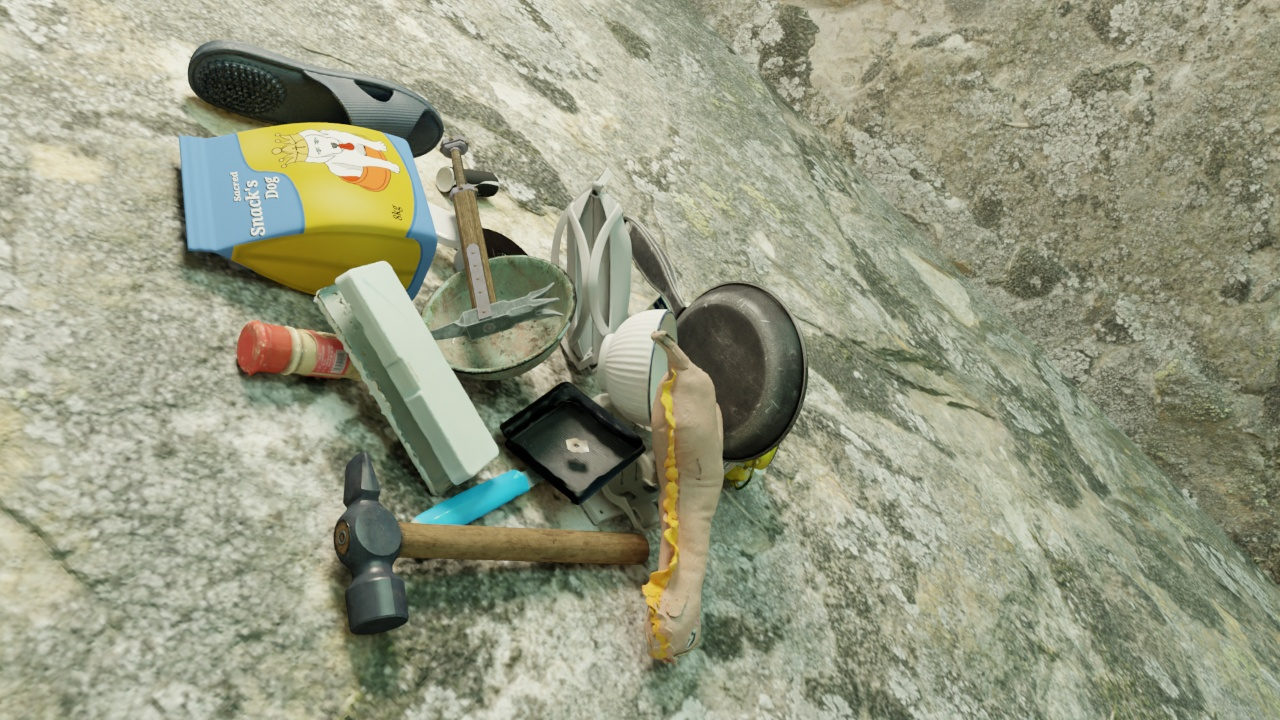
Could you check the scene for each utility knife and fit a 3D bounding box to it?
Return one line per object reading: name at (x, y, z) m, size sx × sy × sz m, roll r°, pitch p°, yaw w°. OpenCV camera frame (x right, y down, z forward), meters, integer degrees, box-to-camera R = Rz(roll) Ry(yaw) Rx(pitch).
utility knife at (-0.136, 0.122, 0.788) m, size 0.031 × 0.015 × 0.178 m, roll 53°, pitch 33°, yaw 10°

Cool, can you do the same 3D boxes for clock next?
clock at (-0.155, -0.101, 1.040) m, size 0.122 × 0.035 × 0.094 m, roll 18°, pitch 38°, yaw -40°
clock at (0.125, 0.093, 1.059) m, size 0.057 × 0.084 × 0.118 m, roll 15°, pitch 57°, yaw -15°

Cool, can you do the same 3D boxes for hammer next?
hammer at (-0.104, 0.151, 0.759) m, size 0.321 × 0.040 × 0.129 m, roll 15°, pitch 50°, yaw -47°
hammer at (-0.182, -0.140, 0.953) m, size 0.028 × 0.147 × 0.316 m, roll 76°, pitch -3°, yaw -48°

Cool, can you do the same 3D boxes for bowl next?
bowl at (-0.005, 0.005, 0.912) m, size 0.062 × 0.118 × 0.117 m, roll 7°, pitch 26°, yaw 13°
bowl at (-0.136, -0.036, 0.899) m, size 0.039 × 0.157 × 0.157 m, roll 76°, pitch -2°, yaw -48°

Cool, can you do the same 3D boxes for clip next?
clip at (0.006, 0.090, 0.932) m, size 0.152 × 0.097 × 0.126 m, roll 64°, pitch 22°, yaw 12°

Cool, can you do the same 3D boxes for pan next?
pan at (0.050, -0.047, 0.993) m, size 0.055 × 0.188 × 0.356 m, roll 2°, pitch 42°, yaw -45°

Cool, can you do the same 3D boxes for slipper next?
slipper at (-0.331, -0.248, 0.959) m, size 0.263 × 0.101 × 0.082 m, roll 10°, pitch 50°, yaw -37°

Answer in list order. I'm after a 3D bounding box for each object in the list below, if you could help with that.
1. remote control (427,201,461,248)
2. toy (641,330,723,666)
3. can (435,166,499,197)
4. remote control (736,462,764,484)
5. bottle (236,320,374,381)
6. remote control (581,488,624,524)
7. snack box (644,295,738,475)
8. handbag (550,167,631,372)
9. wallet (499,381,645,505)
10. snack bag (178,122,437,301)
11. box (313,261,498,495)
remote control at (-0.246, -0.160, 0.988) m, size 0.136 × 0.013 × 0.043 m, roll 26°, pitch 44°, yaw -2°
toy at (0.028, 0.126, 0.821) m, size 0.196 × 0.065 × 0.263 m, roll 53°, pitch 42°, yaw -46°
can at (-0.211, -0.219, 1.128) m, size 0.080 × 0.032 × 0.031 m, roll -7°, pitch 56°, yaw -55°
remote control at (0.098, 0.089, 1.120) m, size 0.143 × 0.024 × 0.049 m, roll 44°, pitch 29°, yaw -2°
bottle at (-0.273, -0.006, 0.757) m, size 0.109 × 0.044 × 0.044 m, roll 8°, pitch 45°, yaw -48°
remote control at (-0.066, 0.100, 0.910) m, size 0.136 × 0.011 × 0.050 m, roll 54°, pitch 29°, yaw 16°
snack box at (0.049, 0.035, 1.048) m, size 0.057 × 0.104 × 0.207 m, roll 14°, pitch 40°, yaw -47°
handbag at (-0.056, -0.098, 0.969) m, size 0.095 × 0.216 × 0.222 m, roll 1°, pitch 8°, yaw -1°
wallet at (-0.065, 0.077, 0.862) m, size 0.089 × 0.026 × 0.115 m, roll -35°, pitch 54°, yaw -30°
snack bag at (-0.309, -0.142, 0.846) m, size 0.205 × 0.103 × 0.159 m, roll 3°, pitch 47°, yaw -34°
box at (-0.191, 0.012, 0.776) m, size 0.082 × 0.066 × 0.199 m, roll -37°, pitch 100°, yaw -46°
